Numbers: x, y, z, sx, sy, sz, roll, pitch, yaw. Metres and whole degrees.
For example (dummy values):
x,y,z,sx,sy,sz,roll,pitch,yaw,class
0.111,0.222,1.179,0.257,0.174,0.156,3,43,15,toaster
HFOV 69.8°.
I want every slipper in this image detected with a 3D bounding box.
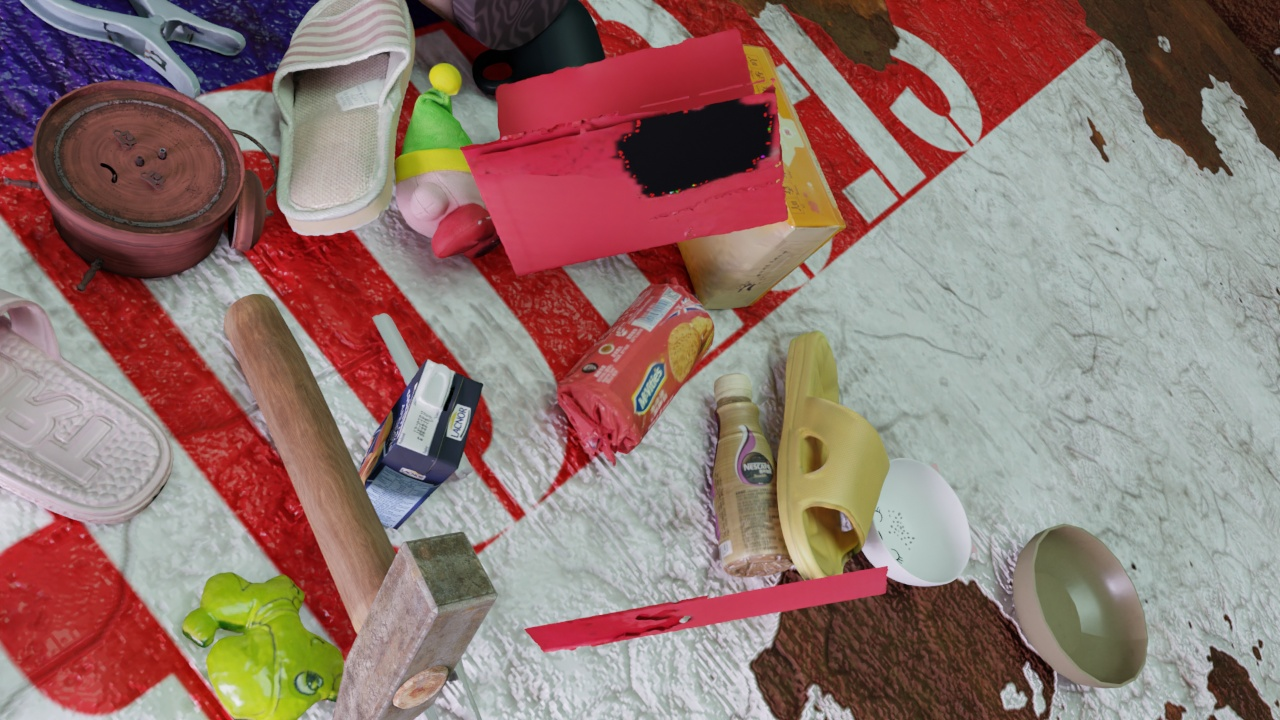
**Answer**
x,y,z,sx,sy,sz,roll,pitch,yaw,class
-0.223,-0.206,0.690,0.115,0.052,0.262,-9,57,4,slipper
-0.376,0.005,0.514,0.239,0.065,0.094,37,51,-11,slipper
0.166,0.076,0.768,0.262,0.078,0.099,-81,150,-44,slipper

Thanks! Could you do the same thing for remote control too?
x,y,z,sx,sy,sz,roll,pitch,yaw,class
-0.155,0.025,0.657,0.012,0.033,0.131,-29,80,-9,remote control

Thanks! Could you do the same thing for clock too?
x,y,z,sx,sy,sz,roll,pitch,yaw,class
-0.318,-0.119,0.613,0.157,0.072,0.120,-33,84,-39,clock

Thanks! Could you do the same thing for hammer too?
x,y,z,sx,sy,sz,roll,pitch,yaw,class
-0.191,0.070,0.545,0.037,0.158,0.300,-3,45,-42,hammer

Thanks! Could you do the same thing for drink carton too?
x,y,z,sx,sy,sz,roll,pitch,yaw,class
-0.146,0.057,0.583,0.040,0.130,0.064,24,55,-19,drink carton

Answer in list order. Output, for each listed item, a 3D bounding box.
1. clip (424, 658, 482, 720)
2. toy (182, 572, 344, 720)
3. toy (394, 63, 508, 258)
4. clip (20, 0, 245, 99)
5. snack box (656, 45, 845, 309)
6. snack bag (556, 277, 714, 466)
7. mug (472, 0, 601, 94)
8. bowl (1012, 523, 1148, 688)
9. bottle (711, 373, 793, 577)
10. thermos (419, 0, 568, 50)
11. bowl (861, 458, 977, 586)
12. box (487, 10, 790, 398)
x,y,z,sx,sy,sz,roll,pitch,yaw,class
-0.121,0.186,0.571,0.056,0.056,0.102,-43,124,-51,clip
-0.220,0.169,0.539,0.094,0.036,0.093,13,50,-27,toy
-0.145,-0.149,0.712,0.131,0.097,0.124,57,15,1,toy
-0.391,-0.247,0.669,0.163,0.028,0.112,29,55,-14,clip
0.081,-0.166,0.836,0.080,0.145,0.195,-6,68,-34,snack box
-0.004,0.004,0.739,0.082,0.083,0.175,43,50,-4,snack bag
-0.093,-0.271,0.838,0.121,0.085,0.094,-12,68,-5,mug
0.409,0.237,0.877,0.152,0.051,0.152,15,58,-25,bowl
0.086,0.090,0.753,0.059,0.060,0.165,9,60,-28,bottle
-0.167,-0.379,0.761,0.226,0.173,0.172,43,49,13,thermos
0.233,0.149,0.817,0.114,0.051,0.114,15,58,-25,bowl
0.019,-0.118,0.833,0.217,0.351,0.197,-12,66,7,box
